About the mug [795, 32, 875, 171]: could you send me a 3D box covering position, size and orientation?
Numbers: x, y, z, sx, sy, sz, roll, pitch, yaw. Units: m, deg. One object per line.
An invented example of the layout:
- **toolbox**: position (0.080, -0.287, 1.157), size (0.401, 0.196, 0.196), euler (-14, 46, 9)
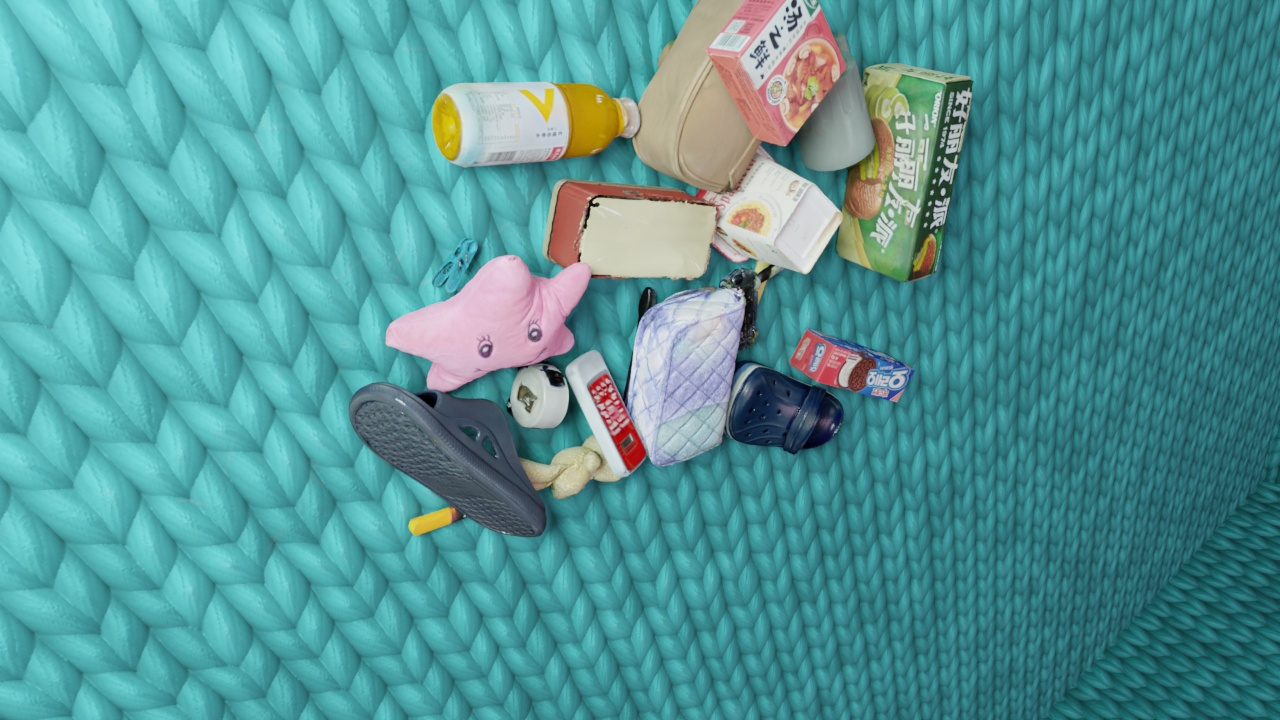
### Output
- **mug**: position (0.213, -0.288, 1.016), size (0.123, 0.084, 0.103), euler (-62, 141, -34)

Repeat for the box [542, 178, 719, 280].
- **box**: position (-0.003, -0.125, 0.915), size (0.168, 0.079, 0.091), euler (-4, 115, -38)

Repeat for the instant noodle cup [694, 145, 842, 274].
- **instant noodle cup**: position (0.137, -0.158, 0.981), size (0.116, 0.124, 0.116), euler (31, 91, -45)

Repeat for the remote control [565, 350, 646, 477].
- **remote control**: position (-0.035, 0.057, 0.979), size (0.055, 0.020, 0.136), euler (-38, 107, -53)

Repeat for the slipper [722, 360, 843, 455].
- **slipper**: position (0.191, 0.074, 1.181), size (0.252, 0.095, 0.105), euler (16, 100, -47)

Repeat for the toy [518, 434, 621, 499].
- **toy**: position (-0.085, 0.116, 1.001), size (0.157, 0.066, 0.105), euler (-4, 148, -34)

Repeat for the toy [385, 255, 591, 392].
- **toy**: position (-0.136, -0.037, 0.835), size (0.194, 0.074, 0.179), euler (-17, 150, -23)

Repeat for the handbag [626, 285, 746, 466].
- **handbag**: position (0.051, 0.017, 1.038), size (0.133, 0.075, 0.194), euler (-16, 127, -38)

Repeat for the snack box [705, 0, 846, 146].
- **snack box**: position (0.132, -0.282, 0.831), size (0.127, 0.044, 0.113), euler (-54, 136, -10)

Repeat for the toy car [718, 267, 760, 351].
- **toy car**: position (0.114, -0.061, 1.081), size (0.048, 0.031, 0.106), euler (-16, 121, -28)

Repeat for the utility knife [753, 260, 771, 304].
- **utility knife**: position (0.150, -0.127, 1.087), size (0.030, 0.018, 0.152), euler (2, 110, -37)

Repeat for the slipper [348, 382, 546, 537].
- **slipper**: position (-0.174, 0.084, 0.889), size (0.268, 0.111, 0.083), euler (53, 46, -44)

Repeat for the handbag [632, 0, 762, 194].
- **handbag**: position (0.078, -0.266, 0.896), size (0.204, 0.100, 0.147), euler (-58, 143, 1)

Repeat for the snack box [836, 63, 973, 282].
- **snack box**: position (0.312, -0.224, 1.098), size (0.063, 0.114, 0.240), euler (-17, 124, -34)

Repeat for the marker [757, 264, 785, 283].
- **marker**: position (0.181, -0.125, 1.106), size (0.123, 0.015, 0.018), euler (-33, 138, -29)

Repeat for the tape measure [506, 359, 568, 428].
- **tape measure**: position (-0.103, 0.036, 0.930), size (0.033, 0.066, 0.066), euler (3, 111, -40)

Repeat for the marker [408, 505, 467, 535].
- **marker**: position (-0.186, 0.157, 0.966), size (0.123, 0.015, 0.018), euler (-16, 124, -36)

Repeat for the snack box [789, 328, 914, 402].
- **snack box**: position (0.293, 0.008, 1.253), size (0.207, 0.057, 0.058), euler (13, 107, -44)

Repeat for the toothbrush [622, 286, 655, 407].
- **toothbrush**: position (-0.006, 0.006, 1.033), size (0.016, 0.014, 0.189), euler (-15, 123, -49)

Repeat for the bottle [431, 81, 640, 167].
- **bottle**: position (-0.086, -0.210, 0.806), size (0.189, 0.068, 0.068), euler (-13, 121, -35)

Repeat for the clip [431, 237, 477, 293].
- **clip**: position (-0.168, -0.088, 0.838), size (0.013, 0.038, 0.055), euler (39, 80, -47)
